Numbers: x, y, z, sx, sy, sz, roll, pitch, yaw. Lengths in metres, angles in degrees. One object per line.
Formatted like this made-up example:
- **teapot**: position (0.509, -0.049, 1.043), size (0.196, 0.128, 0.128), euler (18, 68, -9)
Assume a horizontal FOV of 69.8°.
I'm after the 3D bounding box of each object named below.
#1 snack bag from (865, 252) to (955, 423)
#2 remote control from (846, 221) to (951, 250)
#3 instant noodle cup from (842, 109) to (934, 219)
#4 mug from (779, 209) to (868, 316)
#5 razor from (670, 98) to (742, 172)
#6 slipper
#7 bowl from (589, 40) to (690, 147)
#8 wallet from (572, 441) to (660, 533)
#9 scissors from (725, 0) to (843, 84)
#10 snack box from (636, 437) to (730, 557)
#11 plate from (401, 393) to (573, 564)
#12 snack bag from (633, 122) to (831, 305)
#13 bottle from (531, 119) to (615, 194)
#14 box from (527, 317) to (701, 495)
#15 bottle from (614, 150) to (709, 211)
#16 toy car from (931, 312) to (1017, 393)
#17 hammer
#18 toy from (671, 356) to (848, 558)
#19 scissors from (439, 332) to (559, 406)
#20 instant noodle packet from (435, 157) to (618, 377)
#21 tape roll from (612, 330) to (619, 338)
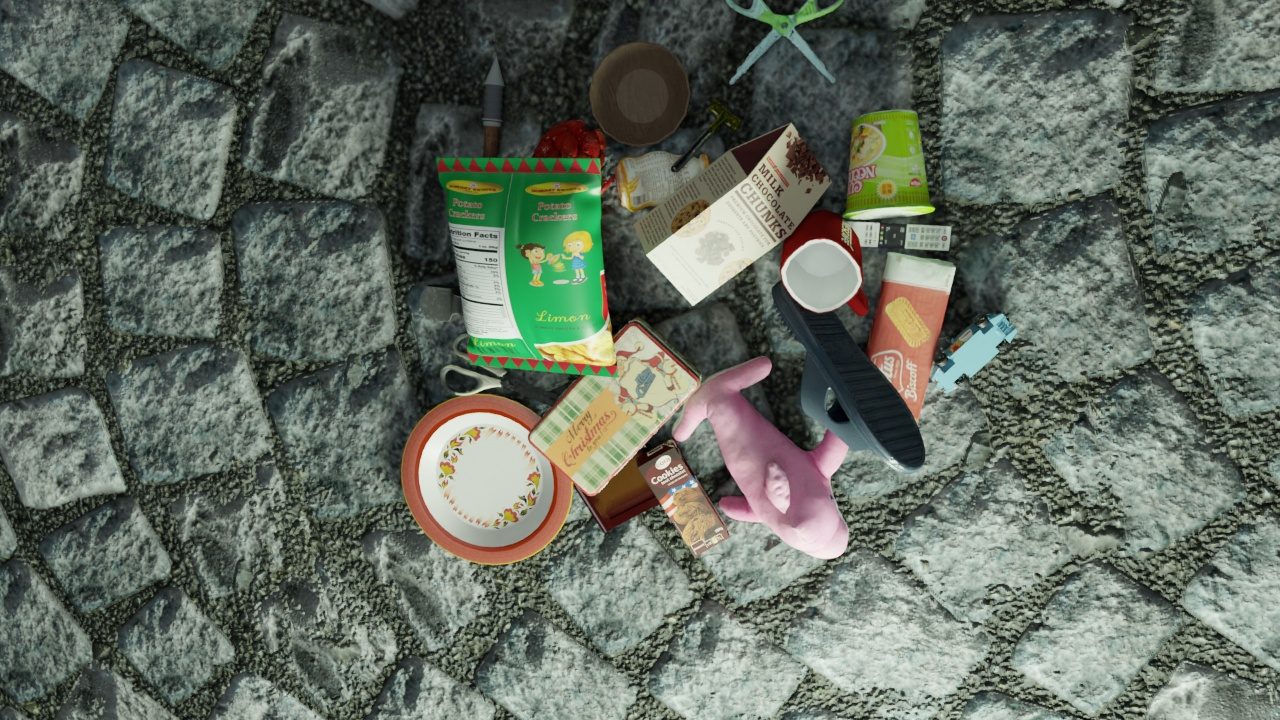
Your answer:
- **snack bag**: position (0.301, -0.010, 1.068), size (0.077, 0.041, 0.225), euler (11, 101, 5)
- **remote control**: position (0.292, -0.144, 1.057), size (0.124, 0.011, 0.028), euler (4, 102, 9)
- **instant noodle cup**: position (0.270, -0.214, 1.010), size (0.099, 0.099, 0.108), euler (-3, 93, 10)
- **mug**: position (0.213, -0.101, 1.027), size (0.081, 0.096, 0.116), euler (-38, 104, 26)
- **razor**: position (0.069, -0.250, 1.042), size (0.042, 0.026, 0.105), euler (41, 71, -2)
- **slipper**: position (0.215, 0.027, 1.038), size (0.083, 0.101, 0.263), euler (-46, 66, 36)
- **bowl**: position (0.001, -0.307, 1.063), size (0.118, 0.030, 0.118), euler (2, 101, 9)
- **wallet**: position (-0.024, 0.157, 1.166), size (0.116, 0.018, 0.091), euler (-31, 95, 15)
- **scissors**: position (0.161, -0.377, 1.034), size (0.171, 0.021, 0.172), euler (-42, 96, 11)
- **snack box**: position (0.053, 0.169, 1.130), size (0.051, 0.031, 0.141), euler (-30, 106, 5)
- **plate**: position (-0.198, 0.154, 1.191), size (0.230, 0.021, 0.230), euler (2, 101, 9)
- **snack bag**: position (0.107, -0.169, 1.032), size (0.207, 0.069, 0.094), euler (-36, 128, 14)
- **bottle**: position (-0.084, -0.216, 1.065), size (0.099, 0.099, 0.111), euler (17, 61, 6)
- **box**: position (-0.031, 0.056, 1.101), size (0.117, 0.050, 0.206), euler (44, 105, 0)
- **bottle**: position (0.026, -0.212, 1.063), size (0.108, 0.063, 0.063), euler (-11, 99, -3)
- **toy car**: position (0.376, -0.013, 1.055), size (0.108, 0.027, 0.060), euler (-45, 125, 13)
- **hammer**: position (-0.185, -0.199, 1.114), size (0.156, 0.043, 0.322), euler (7, 99, 8)
- **toy**: position (0.153, 0.130, 1.076), size (0.187, 0.127, 0.265), euler (-39, 87, 18)
- **scissors**: position (-0.178, 0.033, 1.153), size (0.132, 0.012, 0.169), euler (-38, 82, 1)
- **instant noodle packet**: position (-0.125, -0.103, 1.035), size (0.196, 0.090, 0.253), euler (5, 116, 19)
- **tape roll**: position (-0.007, 0.007, 1.127), size (0.094, 0.027, 0.094), euler (2, 101, 9)
